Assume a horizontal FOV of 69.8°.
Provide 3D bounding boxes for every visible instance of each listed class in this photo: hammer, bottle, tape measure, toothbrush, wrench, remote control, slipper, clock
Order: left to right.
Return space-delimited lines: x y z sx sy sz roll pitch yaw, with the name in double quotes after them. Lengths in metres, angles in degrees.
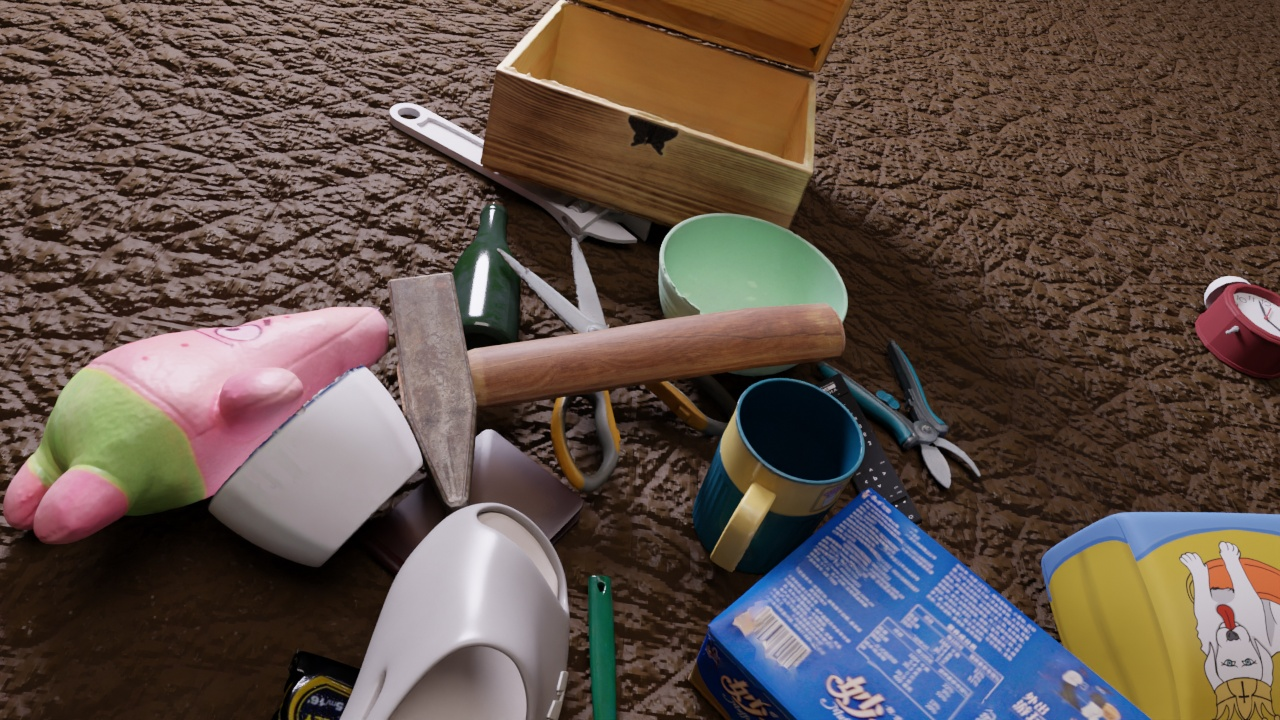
-0.153 0.182 0.458 0.061 0.034 0.061 24 36 -14 "tape measure"
-0.086 0.175 0.430 0.113 0.081 0.265 44 42 -17 "slipper"
-0.118 -0.065 0.702 0.055 0.055 0.173 8 44 -11 "bottle"
-0.111 -0.177 0.842 0.273 0.018 0.086 30 45 14 "wrench"
-0.020 0.202 0.498 0.016 0.017 0.189 7 44 -12 "toothbrush"
-0.004 0.004 0.604 0.300 0.037 0.157 -9 65 -14 "hammer"
0.165 0.068 0.686 0.030 0.009 0.140 -28 51 8 "remote control"
0.617 -0.037 0.922 0.096 0.048 0.137 30 46 12 "clock"

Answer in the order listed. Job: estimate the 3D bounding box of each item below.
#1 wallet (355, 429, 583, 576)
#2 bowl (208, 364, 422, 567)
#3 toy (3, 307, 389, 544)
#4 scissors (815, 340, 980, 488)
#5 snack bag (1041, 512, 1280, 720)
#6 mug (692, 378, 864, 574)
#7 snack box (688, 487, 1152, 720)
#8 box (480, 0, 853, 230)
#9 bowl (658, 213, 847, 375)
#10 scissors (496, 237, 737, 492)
-0.101 0.103 0.570 0.091 0.018 0.115 35 50 16 "wallet"
-0.175 0.065 0.519 0.065 0.117 0.116 45 46 -4 "bowl"
-0.245 0.021 0.535 0.192 0.097 0.236 5 29 41 "toy"
0.212 0.034 0.739 0.154 0.019 0.124 31 46 9 "scissors"
0.368 0.204 0.573 0.159 0.102 0.205 3 58 -15 "snack bag"
0.076 0.084 0.580 0.083 0.107 0.113 32 45 10 "mug"
0.153 0.192 0.513 0.154 0.069 0.203 -30 59 -34 "snack box"
0.051 -0.323 0.815 0.279 0.324 0.283 16 35 0 "box"
0.080 -0.042 0.728 0.151 0.077 0.150 9 44 -9 "bowl"
-0.029 0.003 0.655 0.225 0.016 0.215 38 45 0 "scissors"
